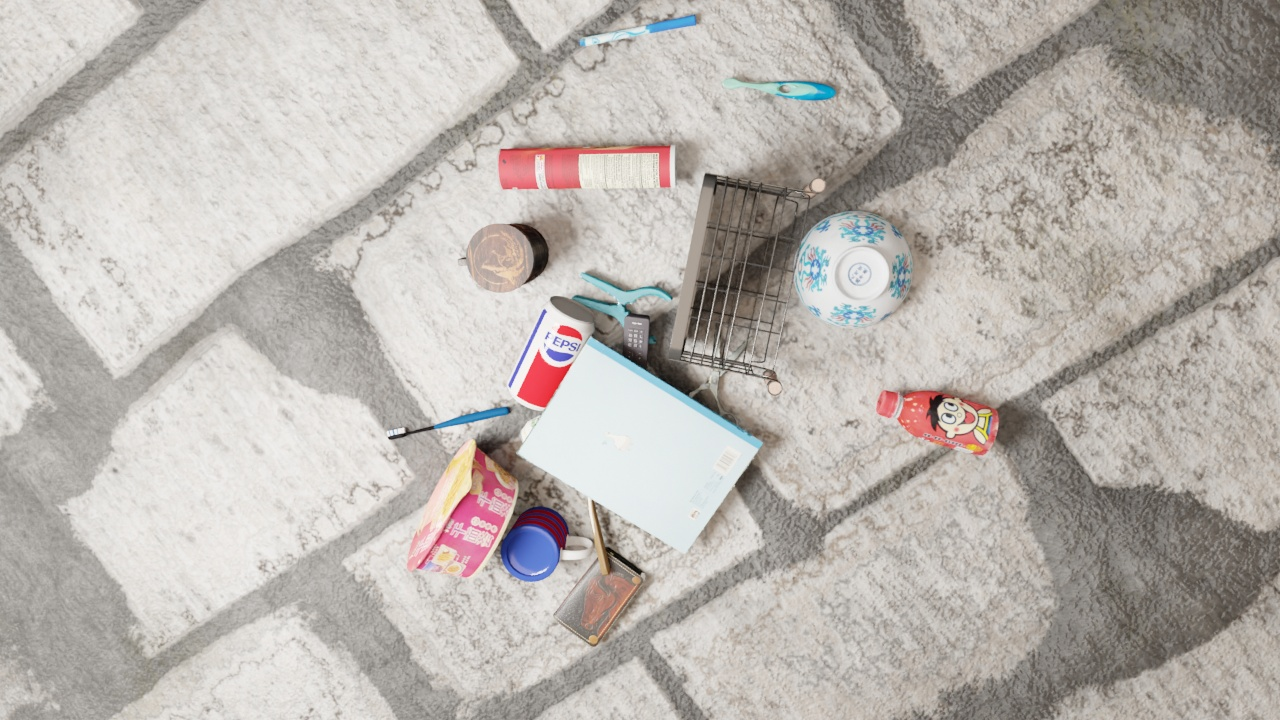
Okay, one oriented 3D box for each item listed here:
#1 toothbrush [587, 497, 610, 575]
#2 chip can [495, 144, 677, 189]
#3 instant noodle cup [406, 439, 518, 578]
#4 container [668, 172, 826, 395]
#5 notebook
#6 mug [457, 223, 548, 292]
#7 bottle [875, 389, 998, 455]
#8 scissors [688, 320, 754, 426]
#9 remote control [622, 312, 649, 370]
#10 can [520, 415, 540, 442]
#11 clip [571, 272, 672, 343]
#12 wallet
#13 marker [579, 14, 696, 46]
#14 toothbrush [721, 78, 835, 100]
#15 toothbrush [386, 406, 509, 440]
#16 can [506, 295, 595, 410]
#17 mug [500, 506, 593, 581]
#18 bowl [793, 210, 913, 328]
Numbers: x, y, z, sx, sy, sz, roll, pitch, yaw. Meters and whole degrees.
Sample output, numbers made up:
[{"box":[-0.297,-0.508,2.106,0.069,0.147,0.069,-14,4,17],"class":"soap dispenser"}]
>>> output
[{"box":[-0.063,0.199,1.195,0.016,0.016,0.167,-13,89,15],"class":"toothbrush"},{"box":[-0.064,-0.233,1.111,0.215,0.051,0.052,0,100,6],"class":"chip can"},{"box":[-0.218,0.195,1.152,0.077,0.178,0.179,29,102,-17],"class":"instant noodle cup"},{"box":[0.119,-0.096,1.054,0.130,0.162,0.241,11,97,4],"class":"container"},{"box":[-0.001,0.109,1.137,0.253,0.009,0.181,32,103,-7],"class":"notebook"},{"box":[-0.175,-0.125,1.112,0.116,0.107,0.080,-5,99,7],"class":"mug"},{"box":[0.358,0.069,1.116,0.137,0.062,0.062,16,101,2],"class":"bottle"},{"box":[0.078,0.029,1.158,0.162,0.014,0.141,-16,92,5],"class":"scissors"},{"box":[-0.007,0.007,1.151,0.032,0.015,0.137,8,116,9],"class":"remote control"},{"box":[-0.098,0.085,1.169,0.102,0.055,0.055,-27,96,10],"class":"can"},{"box":[-0.024,-0.052,1.154,0.130,0.031,0.121,0,104,6],"class":"clip"},{"box":[-0.054,0.315,1.223,0.072,0.019,0.123,35,102,0],"class":"wallet"},{"box":[-0.004,-0.393,1.096,0.142,0.013,0.013,-9,99,7],"class":"marker"},{"box":[0.164,-0.324,1.091,0.135,0.017,0.022,6,100,2],"class":"toothbrush"},{"box":[-0.253,0.082,1.204,0.168,0.014,0.014,-13,87,6],"class":"toothbrush"},{"box":[-0.110,-0.008,1.136,0.070,0.070,0.132,28,111,0],"class":"can"},{"box":[-0.117,0.240,1.187,0.112,0.076,0.075,8,101,4],"class":"mug"},{"box":[0.257,-0.104,1.089,0.144,0.074,0.144,1,100,6],"class":"bowl"}]
